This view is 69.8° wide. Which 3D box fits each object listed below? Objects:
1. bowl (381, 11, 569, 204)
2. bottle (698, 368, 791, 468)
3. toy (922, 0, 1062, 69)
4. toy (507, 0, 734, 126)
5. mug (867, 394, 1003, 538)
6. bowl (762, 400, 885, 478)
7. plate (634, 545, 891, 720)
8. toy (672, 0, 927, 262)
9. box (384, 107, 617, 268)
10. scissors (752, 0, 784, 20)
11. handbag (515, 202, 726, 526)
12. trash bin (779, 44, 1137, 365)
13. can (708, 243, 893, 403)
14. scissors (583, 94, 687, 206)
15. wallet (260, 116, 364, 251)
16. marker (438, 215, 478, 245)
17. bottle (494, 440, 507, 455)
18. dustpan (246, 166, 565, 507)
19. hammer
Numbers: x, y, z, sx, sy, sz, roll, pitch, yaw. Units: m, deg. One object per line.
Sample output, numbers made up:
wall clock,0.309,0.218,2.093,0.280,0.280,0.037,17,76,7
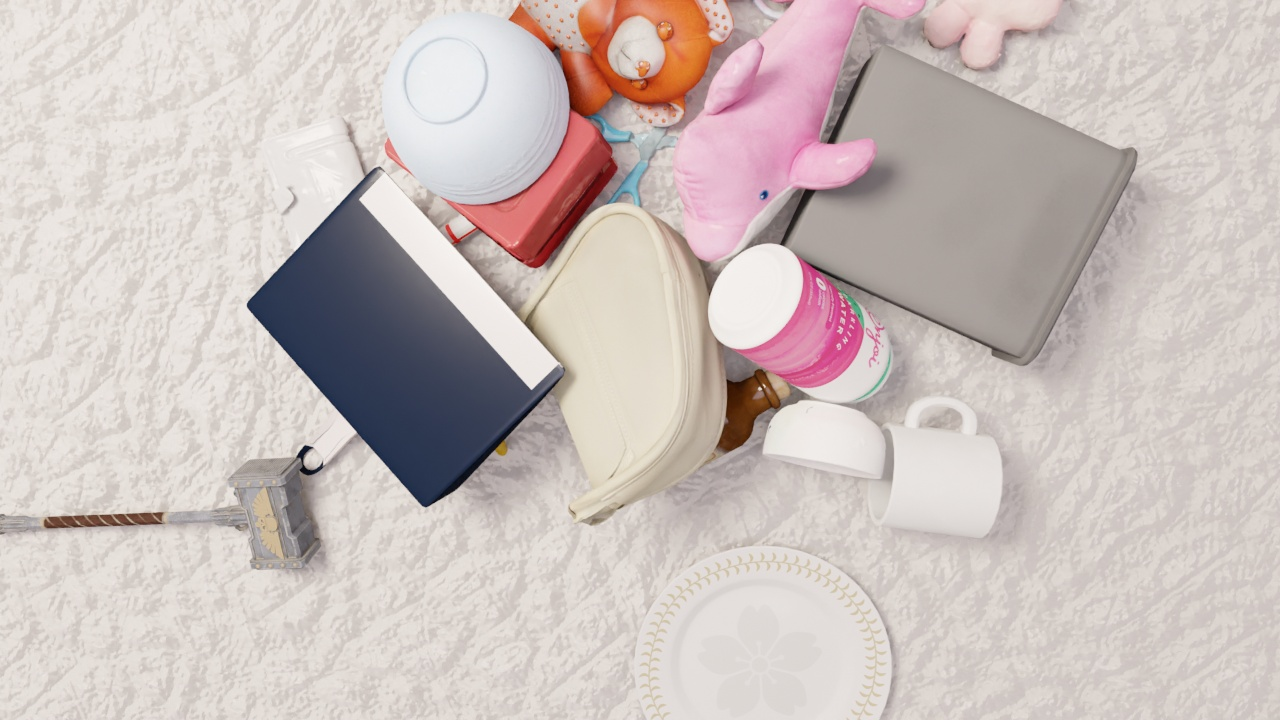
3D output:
bowl,-0.136,-0.202,0.701,0.151,0.074,0.150,-1,84,13
bottle,0.059,0.054,0.818,0.157,0.067,0.068,-29,96,6
toy,0.292,-0.302,0.770,0.108,0.053,0.105,31,113,-4
toy,-0.021,-0.277,0.756,0.172,0.092,0.164,31,129,-2
mug,0.257,0.090,0.803,0.090,0.091,0.121,7,99,1
bowl,0.162,0.067,0.799,0.105,0.105,0.054,11,82,0
plate,0.116,0.291,0.875,0.242,0.016,0.242,0,98,2
toy,0.097,-0.206,0.713,0.187,0.127,0.265,32,94,42
box,-0.116,-0.170,0.777,0.158,0.086,0.129,38,95,12
scissors,0.181,-0.331,0.788,0.174,0.017,0.076,-3,94,-1
handbag,-0.005,0.005,0.783,0.184,0.131,0.229,-33,61,21
trash bin,0.257,-0.129,0.771,0.220,0.097,0.192,24,98,0
can,0.135,-0.025,0.756,0.165,0.088,0.088,28,100,-41
scissors,-0.007,-0.176,0.816,0.136,0.015,0.126,0,97,5
wallet,-0.286,-0.153,0.820,0.086,0.032,0.116,-20,97,3
marker,-0.132,-0.137,0.822,0.146,0.019,0.019,-32,96,6
bottle,-0.156,0.021,0.830,0.051,0.051,0.146,-25,96,5
dustpan,-0.229,0.013,0.810,0.273,0.080,0.236,-43,86,10
hammer,-0.470,0.149,0.863,0.322,0.044,0.098,-3,110,7
